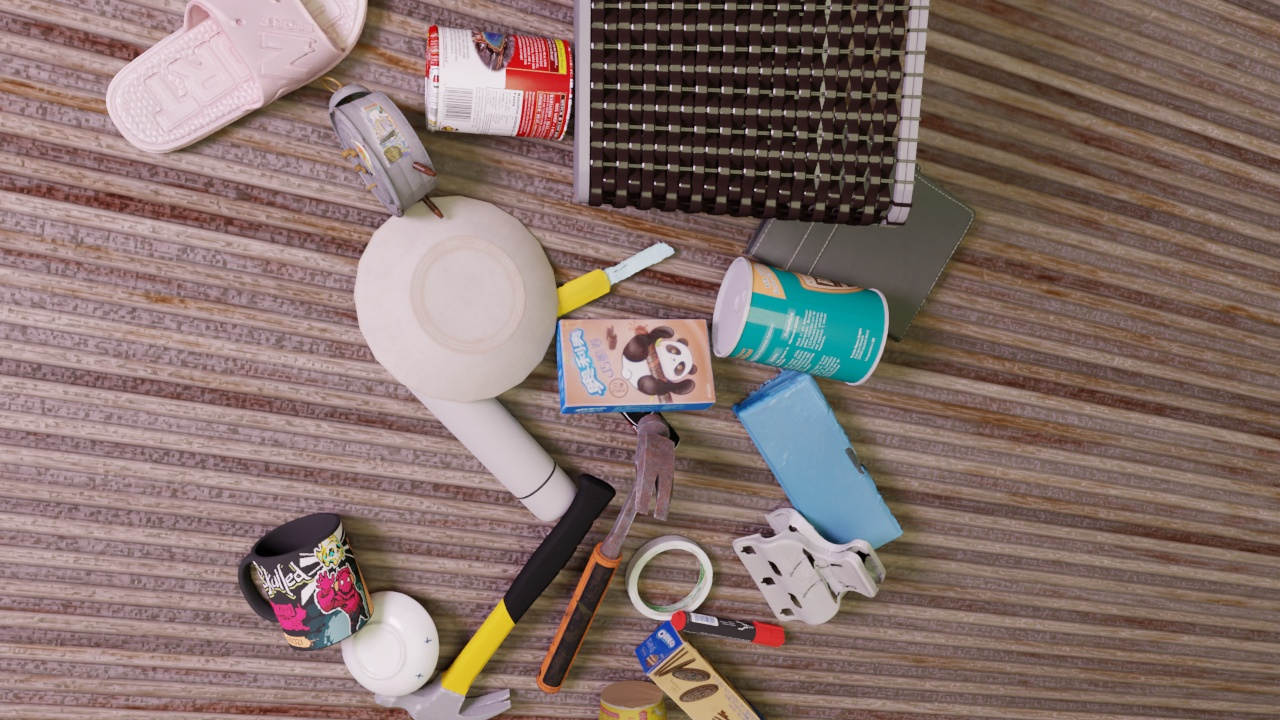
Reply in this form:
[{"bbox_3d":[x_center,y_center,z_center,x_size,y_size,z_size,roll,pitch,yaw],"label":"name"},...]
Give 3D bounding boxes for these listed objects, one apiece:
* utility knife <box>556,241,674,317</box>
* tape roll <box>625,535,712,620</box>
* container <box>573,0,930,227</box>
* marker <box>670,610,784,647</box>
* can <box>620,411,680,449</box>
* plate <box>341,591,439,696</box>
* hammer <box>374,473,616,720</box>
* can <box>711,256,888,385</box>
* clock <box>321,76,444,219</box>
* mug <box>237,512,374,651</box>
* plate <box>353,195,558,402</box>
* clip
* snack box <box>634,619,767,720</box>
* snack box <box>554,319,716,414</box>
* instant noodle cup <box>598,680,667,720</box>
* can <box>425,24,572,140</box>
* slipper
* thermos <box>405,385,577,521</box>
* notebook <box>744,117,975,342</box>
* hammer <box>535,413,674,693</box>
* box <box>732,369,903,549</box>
[{"bbox_3d":[-0.065,-0.062,0.891,0.217,0.019,0.030,-26,115,-3],"label":"utility knife"},{"bbox_3d":[0.031,0.235,0.992,0.093,0.018,0.094,-4,105,-16],"label":"tape roll"},{"bbox_3d":[0.069,-0.242,0.755,0.243,0.247,0.246,0,103,-5],"label":"container"},{"bbox_3d":[0.097,0.295,1.013,0.145,0.021,0.023,18,75,-28],"label":"marker"},{"bbox_3d":[0.005,0.060,0.933,0.031,0.031,0.080,-40,110,-3],"label":"can"},{"bbox_3d":[-0.249,0.280,0.894,0.104,0.026,0.104,0,92,11],"label":"plate"},{"bbox_3d":[-0.127,0.245,0.915,0.127,0.029,0.324,31,104,-23],"label":"hammer"},{"bbox_3d":[0.155,-0.038,0.908,0.144,0.099,0.099,12,100,-12],"label":"can"},{"bbox_3d":[-0.227,-0.186,0.780,0.056,0.104,0.148,-35,80,-16],"label":"clock"},{"bbox_3d":[-0.322,0.208,0.861,0.118,0.081,0.098,-10,108,15],"label":"mug"},{"bbox_3d":[-0.158,-0.058,0.828,0.188,0.027,0.188,2,85,-26],"label":"plate"},{"bbox_3d":[0.193,0.216,0.998,0.153,0.098,0.126,-22,114,29],"label":"clip"},{"bbox_3d":[0.082,0.379,1.021,0.057,0.056,0.207,-42,110,-4],"label":"snack box"},{"bbox_3d":[-0.005,0.005,0.897,0.151,0.034,0.087,-1,73,-15],"label":"snack box"},{"bbox_3d":[-0.007,0.413,0.991,0.100,0.100,0.112,-2,93,-15],"label":"instant noodle cup"},{"bbox_3d":[-0.124,-0.239,0.794,0.116,0.086,0.087,0,103,-16],"label":"can"},{"bbox_3d":[-0.326,-0.252,0.747,0.239,0.064,0.094,-36,110,-3],"label":"slipper"},{"bbox_3d":[-0.145,0.068,0.882,0.052,0.052,0.224,-41,110,-3],"label":"thermos"},{"bbox_3d":[0.233,-0.136,0.952,0.209,0.029,0.169,27,97,-23],"label":"notebook"},{"bbox_3d":[-0.039,0.215,0.907,0.035,0.137,0.315,20,112,-9],"label":"hammer"},{"bbox_3d":[0.194,0.116,1.002,0.093,0.054,0.231,-30,110,12],"label":"box"}]
